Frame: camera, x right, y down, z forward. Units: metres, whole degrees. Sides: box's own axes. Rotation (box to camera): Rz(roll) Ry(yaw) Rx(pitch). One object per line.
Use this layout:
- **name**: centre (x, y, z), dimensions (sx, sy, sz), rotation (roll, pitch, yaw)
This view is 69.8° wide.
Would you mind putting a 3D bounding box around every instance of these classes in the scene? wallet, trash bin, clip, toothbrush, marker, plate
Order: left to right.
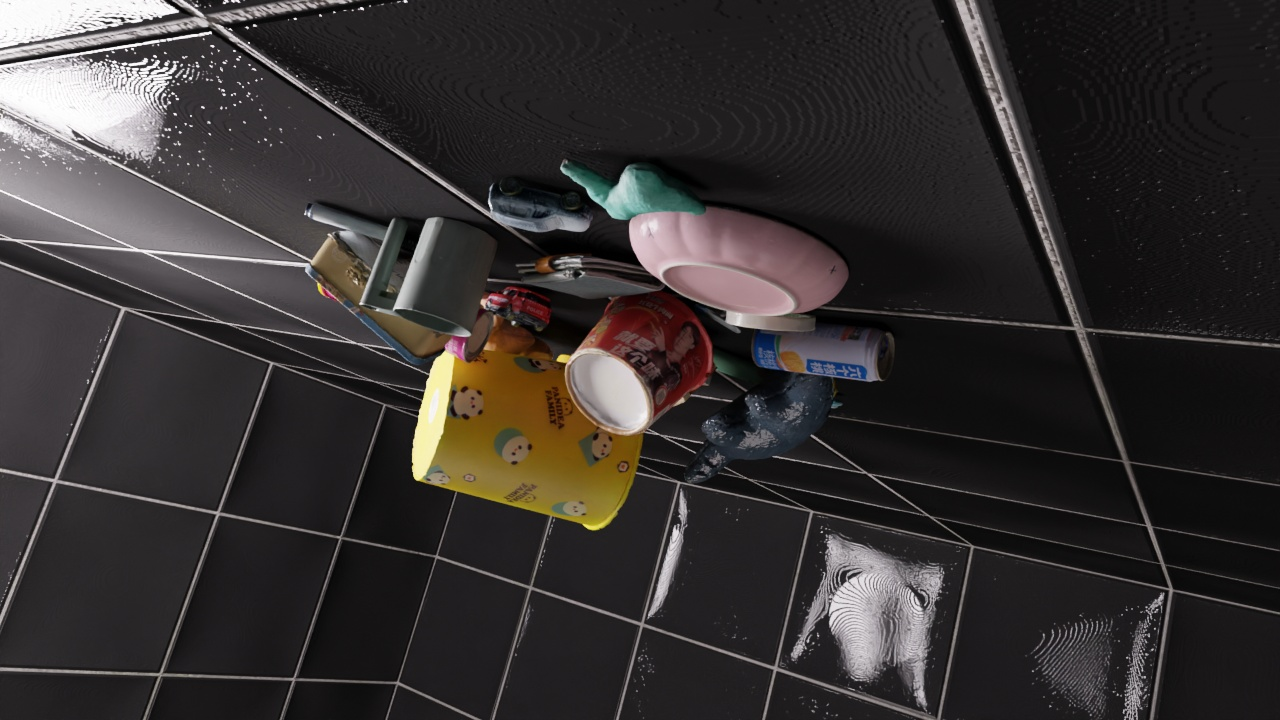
- **marker**: centre (-0.305, -0.145, 1.016), dimensions (0.130, 0.023, 0.018), rotation (17, -152, -11)
- **trash bin**: centre (-0.158, 0.096, 1.238), dimensions (0.255, 0.229, 0.230), rotation (14, 170, -22)
- **wallet**: centre (-0.054, -0.088, 0.923), dimensions (0.106, 0.037, 0.130), rotation (10, 175, -35)
- **clip**: centre (0.085, -0.050, 0.973), dimensions (0.057, 0.029, 0.024), rotation (24, 168, 12)
- **plate**: centre (0.079, -0.077, 0.788), dimensions (0.192, 0.039, 0.192), rotation (15, 169, 3)
- **toothbrush**: centre (0.168, 0.025, 1.189), dimensions (0.224, 0.026, 0.027), rotation (20, 157, -22)

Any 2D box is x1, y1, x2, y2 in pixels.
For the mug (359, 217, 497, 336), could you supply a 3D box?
- **mug**: centre (-0.220, -0.091, 0.956), dimensions (0.124, 0.103, 0.084), rotation (15, 169, 9)

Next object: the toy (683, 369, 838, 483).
- **toy**: centre (0.160, 0.068, 1.130), dimensions (0.137, 0.091, 0.357), rotation (-17, 161, -32)

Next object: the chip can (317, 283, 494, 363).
- **chip can**: centre (-0.286, -0.071, 1.121), dimensions (0.210, 0.071, 0.071), rotation (25, 171, 11)

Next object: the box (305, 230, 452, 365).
- **box**: centre (-0.280, -0.070, 1.034), dimensions (0.184, 0.060, 0.089), rotation (43, -165, 3)

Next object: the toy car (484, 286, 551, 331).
- **toy car**: centre (-0.150, -0.066, 1.131), dimensions (0.053, 0.045, 0.121), rotation (25, 171, -32)

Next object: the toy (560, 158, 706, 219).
- **toy**: centre (-0.011, -0.128, 0.691), dimensions (0.096, 0.030, 0.092), rotation (29, 161, -29)

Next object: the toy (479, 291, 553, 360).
- **toy**: centre (-0.213, -0.036, 1.292), dimensions (0.143, 0.082, 0.226), rotation (-2, 162, 11)

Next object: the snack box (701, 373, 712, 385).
- **snack box**: centre (0.016, 0.007, 1.304), dimensions (0.157, 0.026, 0.084), rotation (5, 165, 42)

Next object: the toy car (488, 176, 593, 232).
- **toy car**: centre (-0.085, -0.128, 0.780), dimensions (0.090, 0.034, 0.043), rotation (13, 165, 6)

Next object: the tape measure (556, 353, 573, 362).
- **tape measure**: centre (-0.103, 0.006, 1.453), dimensions (0.060, 0.029, 0.057), rotation (17, 169, -9)

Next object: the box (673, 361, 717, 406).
- **box**: centre (0.034, 0.005, 1.133), dimensions (0.091, 0.076, 0.168), rotation (47, 166, -2)

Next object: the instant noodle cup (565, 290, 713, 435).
- **instant noodle cup**: centre (-0.006, 0.006, 0.976), dimensions (0.138, 0.108, 0.138), rotation (20, 132, 23)

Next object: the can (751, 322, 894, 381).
- **can**: centre (0.183, -0.012, 0.926), dimensions (0.135, 0.053, 0.053), rotation (8, 166, 34)

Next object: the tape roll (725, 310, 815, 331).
- **tape roll**: centre (0.127, -0.040, 0.891), dimensions (0.086, 0.014, 0.085), rotation (4, -173, -1)
